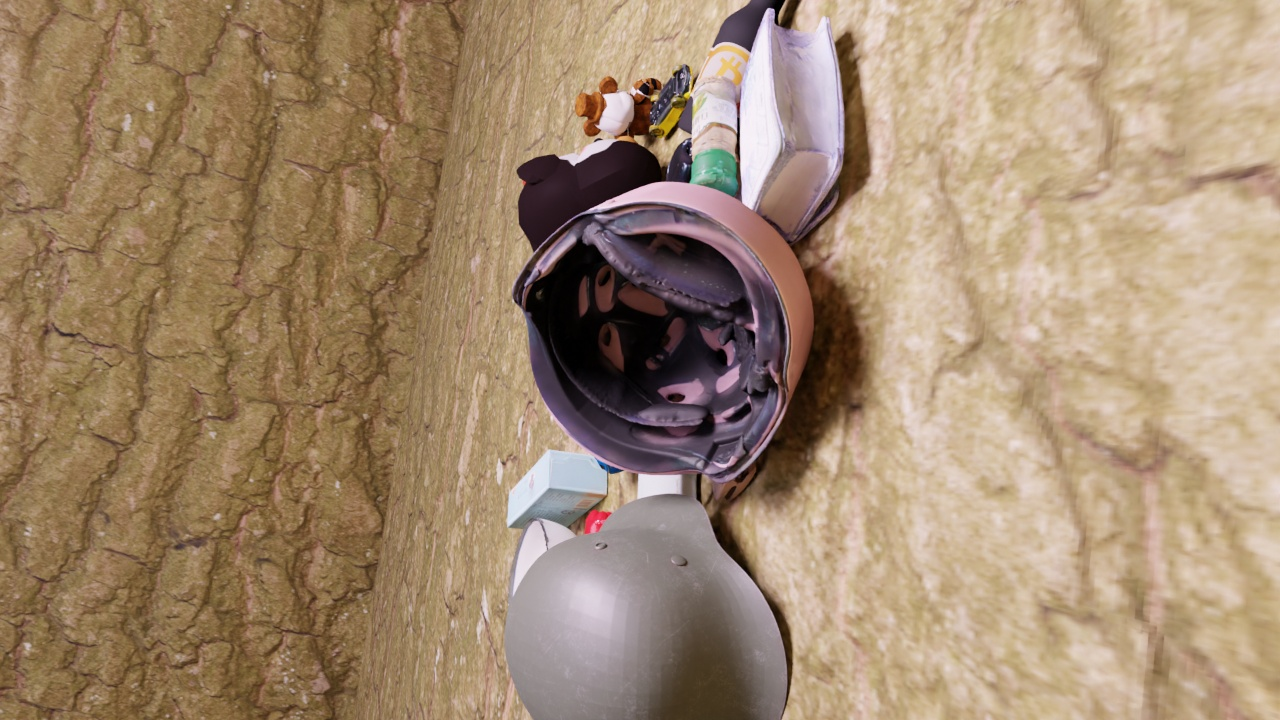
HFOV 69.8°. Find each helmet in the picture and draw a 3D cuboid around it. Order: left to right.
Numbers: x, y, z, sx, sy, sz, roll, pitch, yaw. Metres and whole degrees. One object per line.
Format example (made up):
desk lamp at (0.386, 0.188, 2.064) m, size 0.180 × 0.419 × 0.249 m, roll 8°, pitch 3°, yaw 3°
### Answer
helmet at (-0.016, 0.230, 0.738) m, size 0.268 × 0.153 × 0.227 m, roll 3°, pitch 93°, yaw 46°
helmet at (0.024, -0.030, 0.736) m, size 0.152 × 0.230 × 0.256 m, roll -49°, pitch -10°, yaw -50°

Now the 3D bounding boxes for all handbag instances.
handbag at (0.119, -0.187, 0.751) m, size 0.127 × 0.069 × 0.158 m, roll 109°, pitch 163°, yaw -61°

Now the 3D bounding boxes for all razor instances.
razor at (0.036, -0.172, 0.919) m, size 0.141 × 0.064 × 0.053 m, roll 94°, pitch -176°, yaw -67°

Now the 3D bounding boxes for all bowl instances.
bowl at (-0.102, 0.267, 1.089) m, size 0.153 × 0.072 × 0.153 m, roll -170°, pitch 91°, yaw -69°

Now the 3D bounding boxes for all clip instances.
clip at (0.081, 0.098, 0.779) m, size 0.061 × 0.049 × 0.025 m, roll 59°, pitch -160°, yaw -53°

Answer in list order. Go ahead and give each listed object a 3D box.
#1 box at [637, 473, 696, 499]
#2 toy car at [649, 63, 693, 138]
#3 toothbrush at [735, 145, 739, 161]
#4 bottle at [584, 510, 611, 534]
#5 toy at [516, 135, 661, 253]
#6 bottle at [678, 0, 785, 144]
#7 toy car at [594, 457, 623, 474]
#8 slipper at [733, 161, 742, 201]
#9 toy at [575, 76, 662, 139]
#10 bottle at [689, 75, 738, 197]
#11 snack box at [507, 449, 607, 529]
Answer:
box at (0.015, 0.142, 0.895) m, size 0.136 × 0.044 × 0.196 m, roll 134°, pitch 144°, yaw -56°
toy car at (0.037, -0.294, 1.044) m, size 0.107 × 0.030 × 0.049 m, roll 143°, pitch 134°, yaw -63°
toothbrush at (0.091, -0.177, 0.874) m, size 0.022 × 0.017 × 0.134 m, roll -53°, pitch 34°, yaw 39°
bottle at (-0.045, 0.236, 1.001) m, size 0.042 × 0.042 × 0.141 m, roll 164°, pitch 114°, yaw -67°
toy at (-0.055, -0.191, 1.093) m, size 0.185 × 0.159 × 0.139 m, roll -19°, pitch 51°, yaw 46°
bottle at (0.098, -0.289, 0.847) m, size 0.182 × 0.059 × 0.059 m, roll -65°, pitch 25°, yaw 16°
toy car at (-0.028, 0.077, 0.966) m, size 0.120 × 0.056 × 0.043 m, roll 84°, pitch 165°, yaw -54°
slipper at (0.050, -0.063, 0.873) m, size 0.115 × 0.052 × 0.263 m, roll -118°, pitch 45°, yaw -67°
toy at (-0.025, -0.301, 1.100) m, size 0.087 × 0.112 × 0.067 m, roll -63°, pitch 39°, yaw 36°
bottle at (0.064, -0.193, 0.795) m, size 0.043 × 0.043 × 0.111 m, roll 141°, pitch 136°, yaw -59°
snack box at (-0.106, 0.166, 1.140) m, size 0.175 × 0.075 × 0.053 m, roll 132°, pitch 141°, yaw -54°
